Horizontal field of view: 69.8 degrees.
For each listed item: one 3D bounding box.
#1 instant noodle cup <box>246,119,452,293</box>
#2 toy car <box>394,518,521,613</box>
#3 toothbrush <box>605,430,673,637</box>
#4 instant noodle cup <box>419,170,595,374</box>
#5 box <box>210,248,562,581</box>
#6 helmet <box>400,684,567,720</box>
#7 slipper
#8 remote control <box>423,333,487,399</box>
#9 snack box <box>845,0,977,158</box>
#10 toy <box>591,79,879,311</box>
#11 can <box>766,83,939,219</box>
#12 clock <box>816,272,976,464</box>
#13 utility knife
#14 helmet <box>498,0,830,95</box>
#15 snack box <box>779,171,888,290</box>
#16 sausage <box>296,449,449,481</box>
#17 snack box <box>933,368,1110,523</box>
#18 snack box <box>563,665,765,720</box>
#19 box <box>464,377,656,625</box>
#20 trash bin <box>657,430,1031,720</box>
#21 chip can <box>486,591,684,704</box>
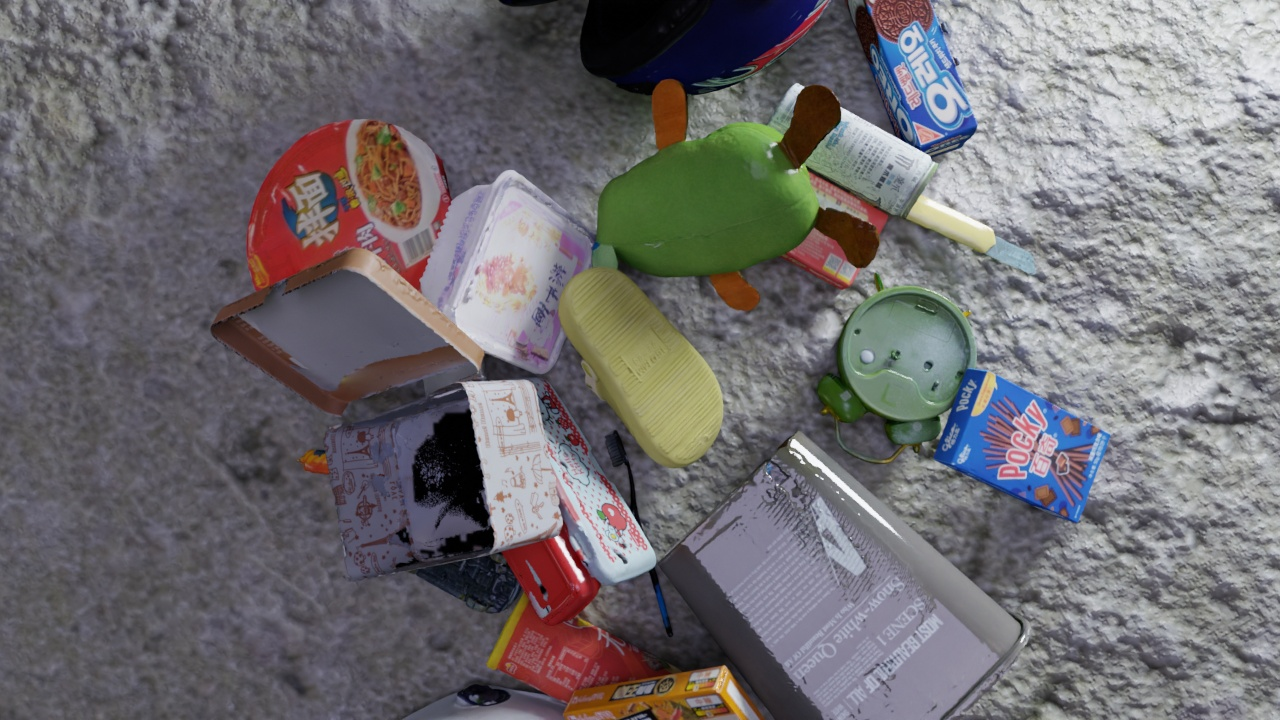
[{"bbox_3d":[-0.238,-0.105,0.792,0.194,0.066,0.193,-2,82,15],"label":"instant noodle cup"},{"bbox_3d":[-0.159,0.176,0.803,0.121,0.037,0.054,24,89,11],"label":"toy car"},{"bbox_3d":[-0.001,0.154,0.815,0.016,0.014,0.189,-15,87,0],"label":"toothbrush"},{"bbox_3d":[-0.112,-0.073,0.764,0.060,0.173,0.138,19,85,23],"label":"instant noodle cup"},{"bbox_3d":[-0.185,0.044,0.704,0.180,0.130,0.272,-17,109,33],"label":"box"},{"bbox_3d":[-0.128,0.389,0.733,0.258,0.146,0.229,-11,86,-1],"label":"helmet"},{"bbox_3d":[-0.005,0.005,0.795,0.091,0.082,0.190,-40,103,-19],"label":"slipper"},{"bbox_3d":[-0.174,-0.032,0.824,0.056,0.019,0.135,-11,86,-1],"label":"remote control"},{"bbox_3d":[0.236,-0.285,0.824,0.058,0.057,0.207,-20,87,1],"label":"snack box"},{"bbox_3d":[0.065,-0.130,0.765,0.247,0.089,0.227,-8,123,26],"label":"toy"},{"bbox_3d":[0.184,-0.184,0.808,0.147,0.058,0.058,32,86,9],"label":"can"},{"bbox_3d":[0.221,0.012,0.804,0.116,0.056,0.161,23,86,2],"label":"clock"},{"bbox_3d":[0.270,-0.127,0.831,0.195,0.020,0.031,26,87,9],"label":"utility knife"},{"bbox_3d":[0.027,-0.332,0.732,0.315,0.247,0.240,-39,122,-9],"label":"helmet"},{"bbox_3d":[0.138,-0.133,0.828,0.153,0.025,0.075,29,86,2],"label":"snack box"},{"bbox_3d":[-0.224,0.096,0.814,0.165,0.021,0.021,5,86,0],"label":"sausage"},{"bbox_3d":[0.329,0.074,0.786,0.157,0.026,0.084,24,86,-22],"label":"snack box"},{"bbox_3d":[0.019,0.278,0.701,0.154,0.026,0.075,-23,110,34],"label":"snack box"},{"bbox_3d":[-0.074,0.110,0.779,0.101,0.096,0.201,-16,65,-42],"label":"box"},{"bbox_3d":[0.144,0.189,0.731,0.199,0.198,0.220,-42,82,-3],"label":"trash bin"},{"bbox_3d":[-0.019,0.273,0.778,0.216,0.073,0.073,26,86,2],"label":"chip can"}]
